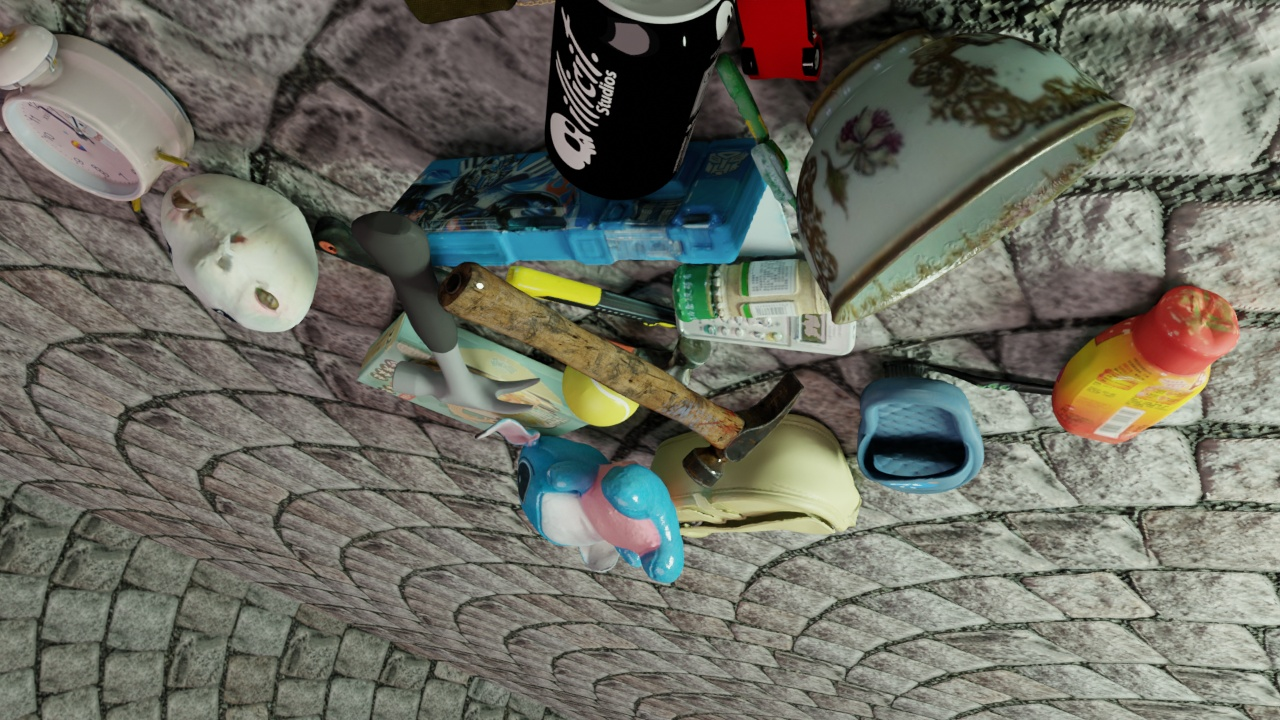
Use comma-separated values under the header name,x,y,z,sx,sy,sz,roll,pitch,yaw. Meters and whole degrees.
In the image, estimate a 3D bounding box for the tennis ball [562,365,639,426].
name,x,y,z,sx,sy,sz,roll,pitch,yaw
tennis ball,-0.030,0.019,0.729,0.065,0.065,0.065,13,151,7

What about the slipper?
name,x,y,z,sx,sy,sz,roll,pitch,yaw
slipper,0.225,0.072,0.742,0.104,0.059,0.214,3,155,18

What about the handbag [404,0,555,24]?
name,x,y,z,sx,sy,sz,roll,pitch,yaw
handbag,-0.046,-0.213,0.448,0.178,0.027,0.084,-1,148,21

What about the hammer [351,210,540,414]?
name,x,y,z,sx,sy,sz,roll,pitch,yaw
hammer,-0.142,-0.022,0.654,0.125,0.029,0.311,11,160,2

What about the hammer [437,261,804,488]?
name,x,y,z,sx,sy,sz,roll,pitch,yaw
hammer,-0.004,0.004,0.656,0.120,0.033,0.330,-47,137,13

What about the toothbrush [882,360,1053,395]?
name,x,y,z,sx,sy,sz,roll,pitch,yaw
toothbrush,0.275,0.020,0.680,0.188,0.017,0.014,9,159,13

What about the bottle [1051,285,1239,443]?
name,x,y,z,sx,sy,sz,roll,pitch,yaw
bottle,0.324,0.005,0.592,0.071,0.048,0.134,16,151,3

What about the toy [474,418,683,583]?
name,x,y,z,sx,sy,sz,roll,pitch,yaw
toy,-0.050,0.126,0.864,0.192,0.098,0.224,11,143,46

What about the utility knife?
name,x,y,z,sx,sy,sz,roll,pitch,yaw
utility knife,-0.018,-0.043,0.708,0.174,0.020,0.029,13,172,-13

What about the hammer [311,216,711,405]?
name,x,y,z,sx,sy,sz,roll,pitch,yaw
hammer,-0.114,-0.044,0.769,0.333,0.033,0.133,23,152,-8

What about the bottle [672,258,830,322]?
name,x,y,z,sx,sy,sz,roll,pitch,yaw
bottle,0.079,-0.049,0.630,0.110,0.042,0.043,-2,147,17

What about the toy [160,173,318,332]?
name,x,y,z,sx,sy,sz,roll,pitch,yaw
toy,-0.318,-0.084,0.744,0.139,0.101,0.180,51,163,-7

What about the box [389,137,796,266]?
name,x,y,z,sx,sy,sz,roll,pitch,yaw
box,-0.032,-0.078,0.604,0.244,0.113,0.114,3,135,25

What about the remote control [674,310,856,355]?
name,x,y,z,sx,sy,sz,roll,pitch,yaw
remote control,0.091,-0.034,0.673,0.133,0.022,0.050,7,129,18

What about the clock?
name,x,y,z,sx,sy,sz,roll,pitch,yaw
clock,-0.408,-0.180,0.657,0.117,0.058,0.158,-15,137,44

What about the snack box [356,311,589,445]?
name,x,y,z,sx,sy,sz,roll,pitch,yaw
snack box,-0.155,0.021,0.869,0.193,0.044,0.142,24,155,-23

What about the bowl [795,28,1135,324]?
name,x,y,z,sx,sy,sz,roll,pitch,yaw
bowl,0.136,-0.100,0.444,0.094,0.159,0.160,58,152,12

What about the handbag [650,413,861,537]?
name,x,y,z,sx,sy,sz,roll,pitch,yaw
handbag,0.100,0.134,0.903,0.233,0.088,0.191,-10,145,39

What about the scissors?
name,x,y,z,sx,sy,sz,roll,pitch,yaw
scissors,0.074,-0.103,0.492,0.012,0.112,0.131,-24,136,18

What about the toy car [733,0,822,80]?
name,x,y,z,sx,sy,sz,roll,pitch,yaw
toy car,0.067,-0.172,0.448,0.038,0.025,0.089,9,149,22

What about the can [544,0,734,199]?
name,x,y,z,sx,sy,sz,roll,pitch,yaw
can,-0.005,-0.148,0.458,0.080,0.080,0.146,18,158,-2
